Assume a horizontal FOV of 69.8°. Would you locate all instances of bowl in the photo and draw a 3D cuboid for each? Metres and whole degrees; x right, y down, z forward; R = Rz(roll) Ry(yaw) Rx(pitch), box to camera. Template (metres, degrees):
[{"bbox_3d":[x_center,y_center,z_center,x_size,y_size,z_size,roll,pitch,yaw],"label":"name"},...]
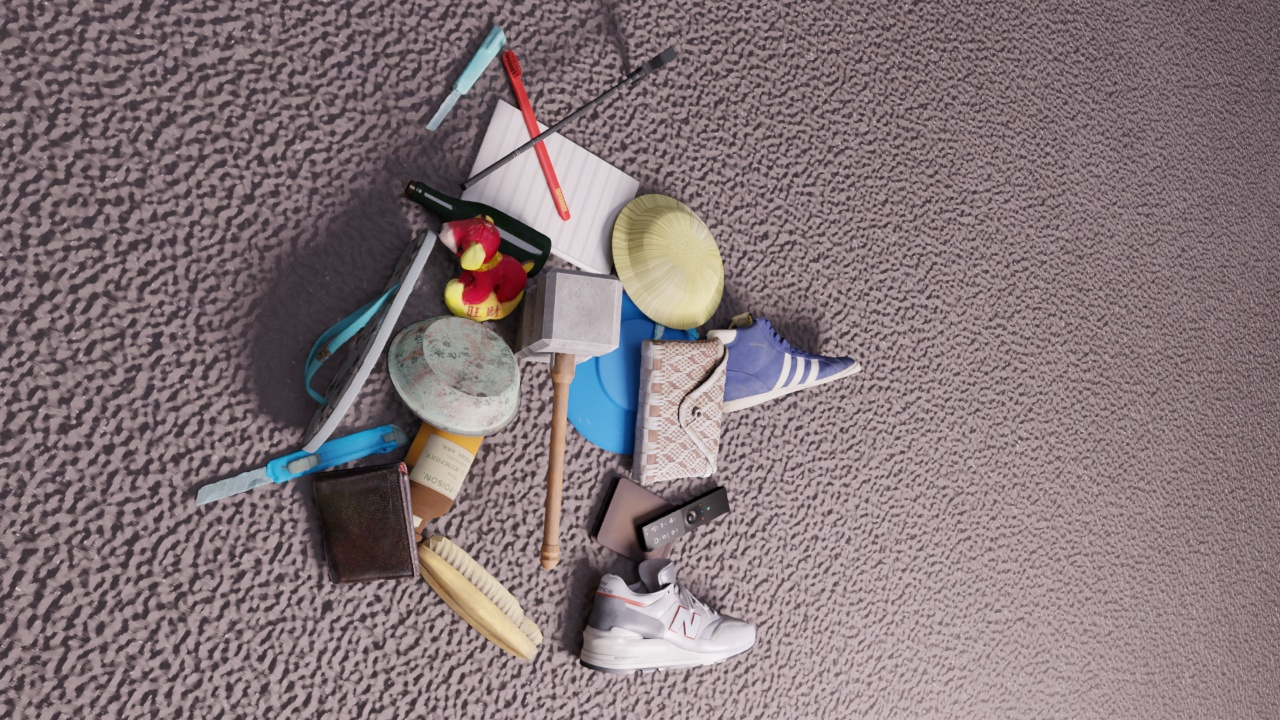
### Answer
[{"bbox_3d":[-0.193,0.007,0.994,0.157,0.039,0.157,23,42,-22],"label":"bowl"}]

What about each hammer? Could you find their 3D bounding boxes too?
[{"bbox_3d":[-0.091,0.071,1.019,0.082,0.163,0.317,6,83,-18],"label":"hammer"},{"bbox_3d":[-0.091,-0.285,1.096,0.324,0.095,0.015,-40,107,-27],"label":"hammer"}]

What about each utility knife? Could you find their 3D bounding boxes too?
[{"bbox_3d":[-0.203,-0.330,1.075,0.022,0.015,0.165,38,66,-23],"label":"utility knife"},{"bbox_3d":[-0.346,0.107,0.953,0.221,0.015,0.031,-18,91,-30],"label":"utility knife"}]

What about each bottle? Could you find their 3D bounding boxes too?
[{"bbox_3d":[-0.228,0.129,0.992,0.068,0.068,0.156,32,70,-26],"label":"bottle"},{"bbox_3d":[-0.187,-0.156,1.049,0.174,0.055,0.055,27,72,-26],"label":"bottle"}]

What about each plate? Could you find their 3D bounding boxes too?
[{"bbox_3d":[0.050,-0.134,1.183,0.184,0.036,0.184,12,69,-35],"label":"plate"},{"bbox_3d":[-0.007,0.007,1.164,0.224,0.024,0.224,3,84,-32],"label":"plate"}]

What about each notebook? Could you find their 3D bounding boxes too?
[{"bbox_3d":[-0.107,-0.207,1.129,0.209,0.009,0.142,26,72,-28],"label":"notebook"}]

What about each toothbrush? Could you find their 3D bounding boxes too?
[{"bbox_3d":[-0.123,-0.271,1.108,0.012,0.018,0.212,-24,98,-32],"label":"toothbrush"}]

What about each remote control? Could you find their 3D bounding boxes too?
[{"bbox_3d":[0.059,0.203,1.184,0.149,0.013,0.034,-19,102,-38],"label":"remote control"}]

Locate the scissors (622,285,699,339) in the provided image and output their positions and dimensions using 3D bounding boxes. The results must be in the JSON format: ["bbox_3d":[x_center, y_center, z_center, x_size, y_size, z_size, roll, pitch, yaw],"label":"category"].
[{"bbox_3d":[0.028,-0.078,1.184,0.139,0.011,0.133,33,57,-24],"label":"scissors"}]

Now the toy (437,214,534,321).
[{"bbox_3d":[-0.170,-0.099,1.023,0.105,0.067,0.137,-14,134,-11],"label":"toy"}]

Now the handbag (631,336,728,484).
[{"bbox_3d":[0.052,0.063,1.157,0.124,0.047,0.186,-2,101,-34],"label":"handbag"}]

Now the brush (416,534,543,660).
[{"bbox_3d":[-0.178,0.264,1.018,0.195,0.059,0.043,50,54,-21],"label":"brush"}]

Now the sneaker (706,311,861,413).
[{"bbox_3d":[0.188,-0.016,1.254,0.232,0.092,0.118,-16,92,-24],"label":"sneaker"}]

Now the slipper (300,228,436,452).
[{"bbox_3d":[-0.290,-0.034,0.949,0.054,0.098,0.268,34,68,-26],"label":"slipper"}]

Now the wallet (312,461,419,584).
[{"bbox_3d":[-0.281,0.168,0.947,0.099,0.031,0.120,-8,92,12],"label":"wallet"}]

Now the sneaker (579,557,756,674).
[{"bbox_3d":[0.038,0.306,1.129,0.239,0.089,0.124,-1,90,-29],"label":"sneaker"}]

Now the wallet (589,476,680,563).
[{"bbox_3d":[-0.001,0.206,1.158,0.115,0.018,0.091,32,70,-30],"label":"wallet"}]
